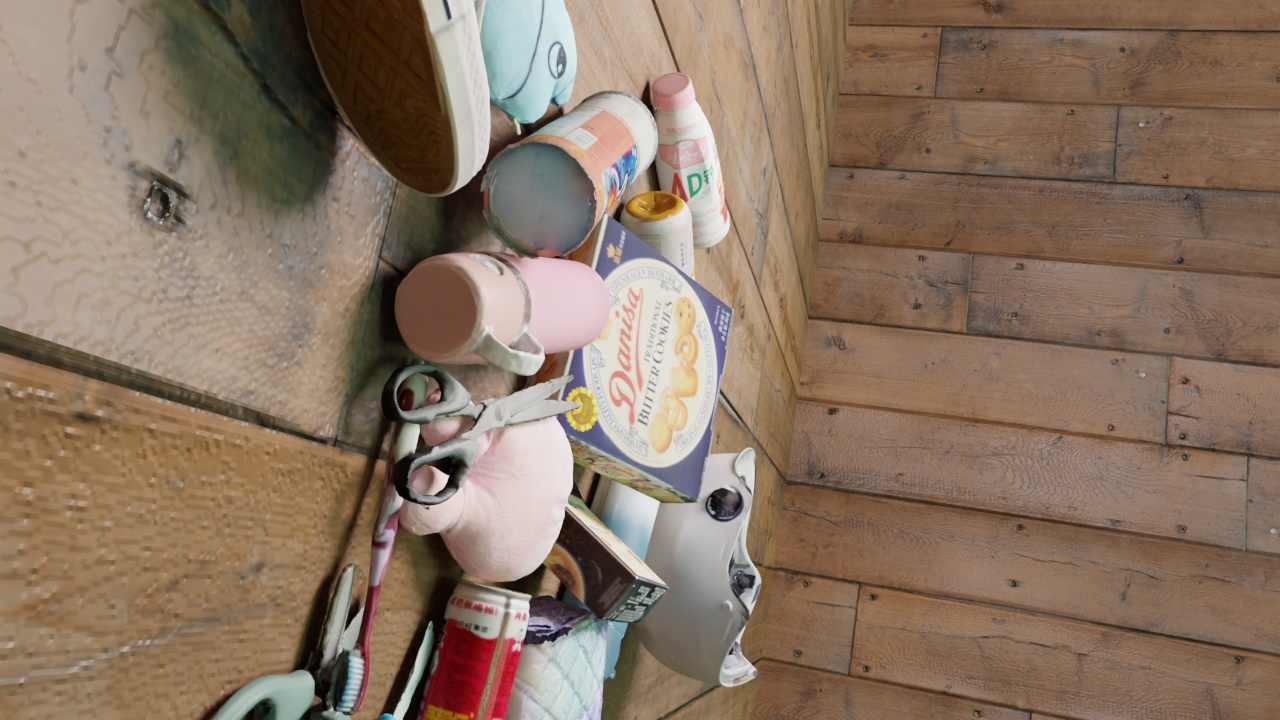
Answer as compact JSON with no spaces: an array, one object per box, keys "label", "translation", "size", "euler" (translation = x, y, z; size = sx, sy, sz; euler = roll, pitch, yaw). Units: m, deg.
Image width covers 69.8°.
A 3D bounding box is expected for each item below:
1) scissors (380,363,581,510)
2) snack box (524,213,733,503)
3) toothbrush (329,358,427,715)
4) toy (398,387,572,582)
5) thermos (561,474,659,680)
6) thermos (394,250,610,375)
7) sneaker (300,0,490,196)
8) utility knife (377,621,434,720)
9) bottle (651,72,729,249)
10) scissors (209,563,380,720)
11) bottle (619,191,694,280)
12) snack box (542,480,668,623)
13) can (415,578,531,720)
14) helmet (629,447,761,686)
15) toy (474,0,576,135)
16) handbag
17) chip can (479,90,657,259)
[{"label":"scissors","translation":[-0.087,0.025,0.539],"size":[0.151,0.014,0.170],"euler":[59,39,-35]},{"label":"snack box","translation":[-0.004,0.004,0.746],"size":[0.182,0.046,0.177],"euler":[31,63,-42]},{"label":"toothbrush","translation":[-0.135,0.084,0.476],"size":[0.017,0.016,0.187],"euler":[51,41,-60]},{"label":"toy","translation":[-0.095,0.074,0.578],"size":[0.159,0.054,0.121],"euler":[42,56,-57]},{"label":"thermos","translation":[-0.029,0.183,0.842],"size":[0.070,0.070,0.219],"euler":[76,26,-52]},{"label":"thermos","translation":[-0.070,-0.028,0.565],"size":[0.067,0.087,0.198],"euler":[-57,170,11]},{"label":"sneaker","translation":[-0.095,-0.191,0.382],"size":[0.087,0.118,0.241],"euler":[-39,132,-40]},{"label":"utility knife","translation":[-0.153,0.241,0.508],"size":[0.034,0.018,0.204],"euler":[77,23,-49]},{"label":"bottle","translation":[0.048,-0.206,0.961],"size":[0.197,0.068,0.068],"euler":[71,29,-49]},{"label":"scissors","translation":[-0.167,0.177,0.424],"size":[0.176,0.019,0.174],"euler":[41,57,-70]},{"label":"bottle","translation":[0.020,-0.071,0.903],"size":[0.067,0.068,0.190],"euler":[-66,157,-47]},{"label":"snack box","translation":[-0.043,0.144,0.719],"size":[0.053,0.125,0.113],"euler":[-49,158,-4]},{"label":"can","translation":[-0.108,0.208,0.574],"size":[0.053,0.053,0.132],"euler":[52,48,-68]},{"label":"helmet","translation":[0.055,0.220,1.008],"size":[0.229,0.146,0.258],"euler":[74,19,-58]},{"label":"toy","translation":[-0.076,-0.214,0.534],"size":[0.161,0.050,0.156],"euler":[20,78,-64]},{"label":"handbag","translation":[-0.082,0.278,0.673],"size":[0.134,0.076,0.194],"euler":[5,90,-70]},{"label":"chip can","translation":[-0.040,-0.130,0.609],"size":[0.214,0.071,0.071],"euler":[-66,158,-65]}]
